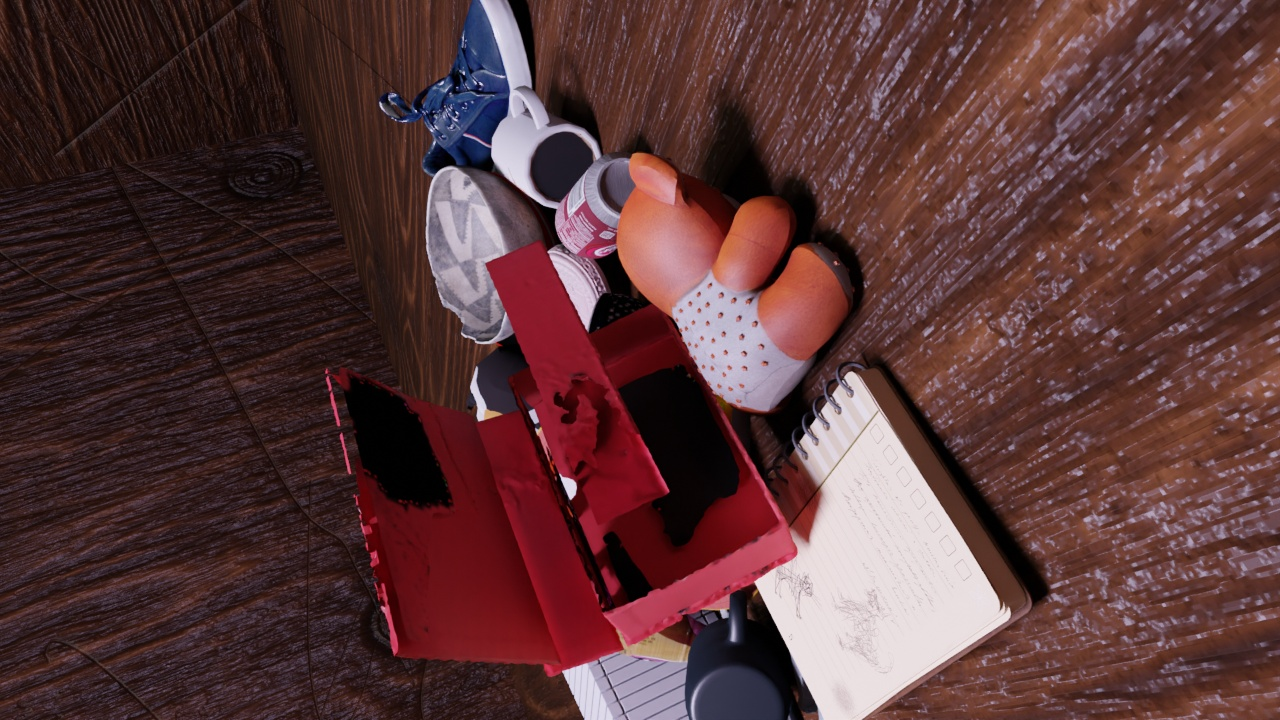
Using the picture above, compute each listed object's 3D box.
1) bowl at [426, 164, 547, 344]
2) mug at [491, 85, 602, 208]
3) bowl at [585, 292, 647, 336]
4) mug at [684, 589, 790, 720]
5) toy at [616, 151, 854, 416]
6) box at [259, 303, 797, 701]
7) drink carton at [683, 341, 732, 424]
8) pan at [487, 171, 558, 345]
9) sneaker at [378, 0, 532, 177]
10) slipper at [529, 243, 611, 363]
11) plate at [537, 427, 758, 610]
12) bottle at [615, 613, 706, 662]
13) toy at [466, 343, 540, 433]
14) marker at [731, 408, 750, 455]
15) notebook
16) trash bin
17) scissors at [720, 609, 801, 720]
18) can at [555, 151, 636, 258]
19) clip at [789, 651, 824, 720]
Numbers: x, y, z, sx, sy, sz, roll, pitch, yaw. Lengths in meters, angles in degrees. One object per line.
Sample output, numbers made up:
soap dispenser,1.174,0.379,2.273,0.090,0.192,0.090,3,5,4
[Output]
bowl,-0.142,-0.109,0.914,0.178,0.081,0.179,32,131,46
mug,-0.091,-0.197,0.829,0.089,0.073,0.105,41,156,54
bowl,-0.005,0.005,0.786,0.120,0.066,0.120,7,-91,-80
mug,0.079,0.248,0.750,0.094,0.085,0.121,-34,-55,-84
toy,0.052,-0.053,0.599,0.172,0.092,0.164,51,157,16
box,-0.077,0.094,0.613,0.121,0.318,0.210,100,151,-48
drink carton,0.047,0.047,0.751,0.058,0.040,0.123,51,152,43
pan,-0.114,-0.093,1.004,0.357,0.067,0.209,23,129,42
sneaker,-0.197,-0.280,0.974,0.120,0.127,0.295,65,157,12
slipper,-0.060,-0.002,0.891,0.094,0.064,0.240,29,145,32
plate,0.006,0.128,0.789,0.230,0.021,0.230,24,140,21
bottle,0.020,0.253,0.856,0.059,0.166,0.059,16,-92,-83
toy,-0.124,0.036,1.026,0.159,0.140,0.184,21,161,11
marker,0.074,0.073,0.661,0.022,0.016,0.138,-24,49,41
notebook,0.131,0.125,0.580,0.167,0.024,0.226,63,152,29
trash bin,0.019,0.332,0.924,0.246,0.142,0.143,57,156,33
scissors,0.101,0.286,0.812,0.123,0.019,0.149,20,98,19
can,-0.029,-0.126,0.761,0.063,0.063,0.114,71,160,1
clip,0.145,0.214,0.667,0.159,0.030,0.174,9,117,69
